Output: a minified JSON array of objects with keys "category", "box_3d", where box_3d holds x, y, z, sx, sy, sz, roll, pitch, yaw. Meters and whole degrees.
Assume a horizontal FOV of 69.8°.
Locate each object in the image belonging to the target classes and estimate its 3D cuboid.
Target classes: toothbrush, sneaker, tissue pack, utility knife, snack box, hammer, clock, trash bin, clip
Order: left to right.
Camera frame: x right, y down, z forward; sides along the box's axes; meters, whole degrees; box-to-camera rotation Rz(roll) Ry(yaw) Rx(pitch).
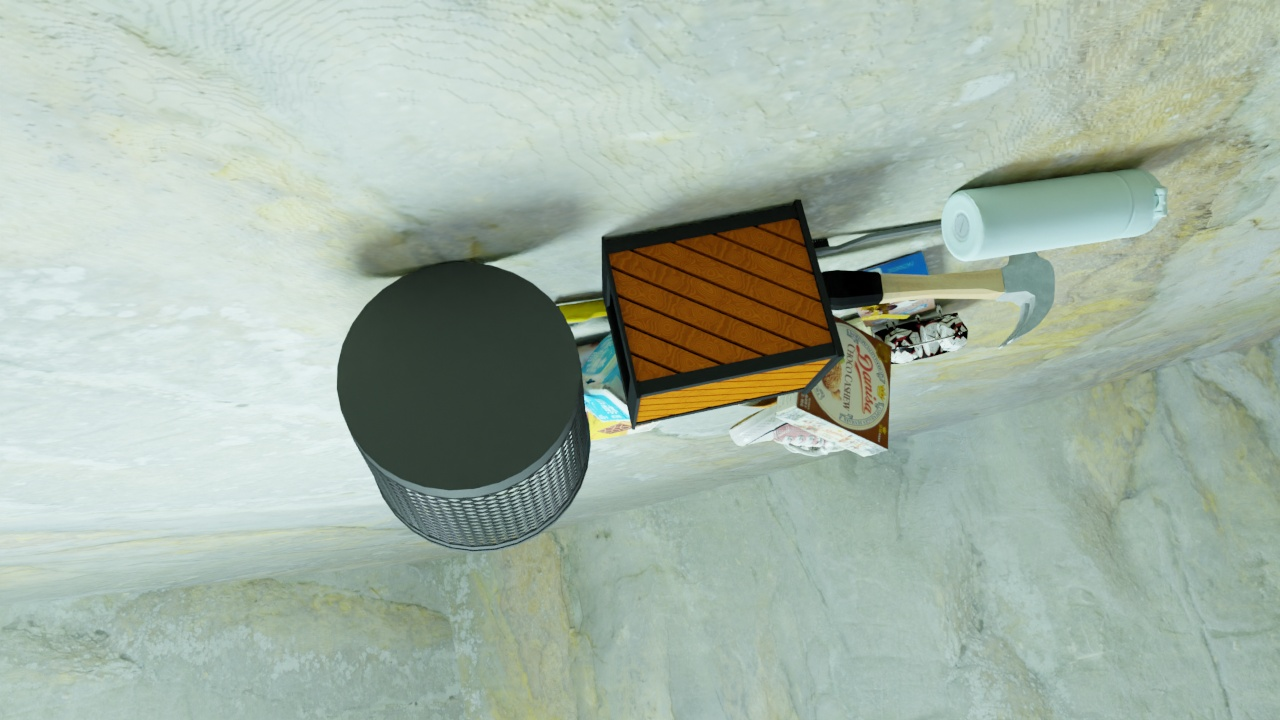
[{"category":"trash bin","box_3d":[-0.150,0.046,0.817,0.217,0.217,0.228,-11,162,-9]},{"category":"tissue pack","box_3d":[-0.017,0.012,0.945,0.061,0.092,0.145,39,163,-16]},{"category":"snack box","box_3d":[-0.016,0.052,1.256,0.110,0.061,0.231,-8,166,-16]},{"category":"utility knife","box_3d":[-0.002,-0.057,0.911,0.179,0.030,0.017,-11,131,-12]},{"category":"trash bin","box_3d":[0.064,-0.035,0.817,0.171,0.139,0.140,-11,166,-5]},{"category":"sneaker","box_3d":[0.237,0.089,1.259,0.240,0.088,0.118,-15,173,-17]},{"category":"snack box","box_3d":[0.236,0.024,1.102,0.147,0.143,0.041,25,150,-25]},{"category":"toothbrush","box_3d":[0.233,-0.121,0.896,0.167,0.013,0.013,-11,166,-11]},{"category":"clip","box_3d":[0.267,-0.053,1.014,0.054,0.044,0.049,-2,137,-37]},{"category":"snack box","box_3d":[0.292,-0.079,1.066,0.087,0.034,0.151,-17,166,17]},{"category":"hammer","box_3d":[0.258,-0.074,0.938,0.328,0.131,0.039,-3,165,-4]},{"category":"clock","box_3d":[0.378,-0.037,1.236,0.115,0.065,0.154,-14,-179,8]}]

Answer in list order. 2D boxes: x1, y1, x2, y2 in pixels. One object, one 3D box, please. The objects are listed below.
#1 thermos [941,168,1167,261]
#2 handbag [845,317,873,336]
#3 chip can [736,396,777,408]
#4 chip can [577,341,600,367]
[{"category":"thermos","box_3d":[0.388,-0.138,0.856,0.206,0.065,0.078,-9,-171,-14]},{"category":"handbag","box_3d":[0.262,-0.005,1.238,0.119,0.081,0.111,-16,171,8]},{"category":"chip can","box_3d":[0.145,0.027,1.271,0.075,0.075,0.214,-21,164,30]},{"category":"chip can","box_3d":[-0.006,0.006,1.059,0.229,0.079,0.080,-12,166,-3]}]
